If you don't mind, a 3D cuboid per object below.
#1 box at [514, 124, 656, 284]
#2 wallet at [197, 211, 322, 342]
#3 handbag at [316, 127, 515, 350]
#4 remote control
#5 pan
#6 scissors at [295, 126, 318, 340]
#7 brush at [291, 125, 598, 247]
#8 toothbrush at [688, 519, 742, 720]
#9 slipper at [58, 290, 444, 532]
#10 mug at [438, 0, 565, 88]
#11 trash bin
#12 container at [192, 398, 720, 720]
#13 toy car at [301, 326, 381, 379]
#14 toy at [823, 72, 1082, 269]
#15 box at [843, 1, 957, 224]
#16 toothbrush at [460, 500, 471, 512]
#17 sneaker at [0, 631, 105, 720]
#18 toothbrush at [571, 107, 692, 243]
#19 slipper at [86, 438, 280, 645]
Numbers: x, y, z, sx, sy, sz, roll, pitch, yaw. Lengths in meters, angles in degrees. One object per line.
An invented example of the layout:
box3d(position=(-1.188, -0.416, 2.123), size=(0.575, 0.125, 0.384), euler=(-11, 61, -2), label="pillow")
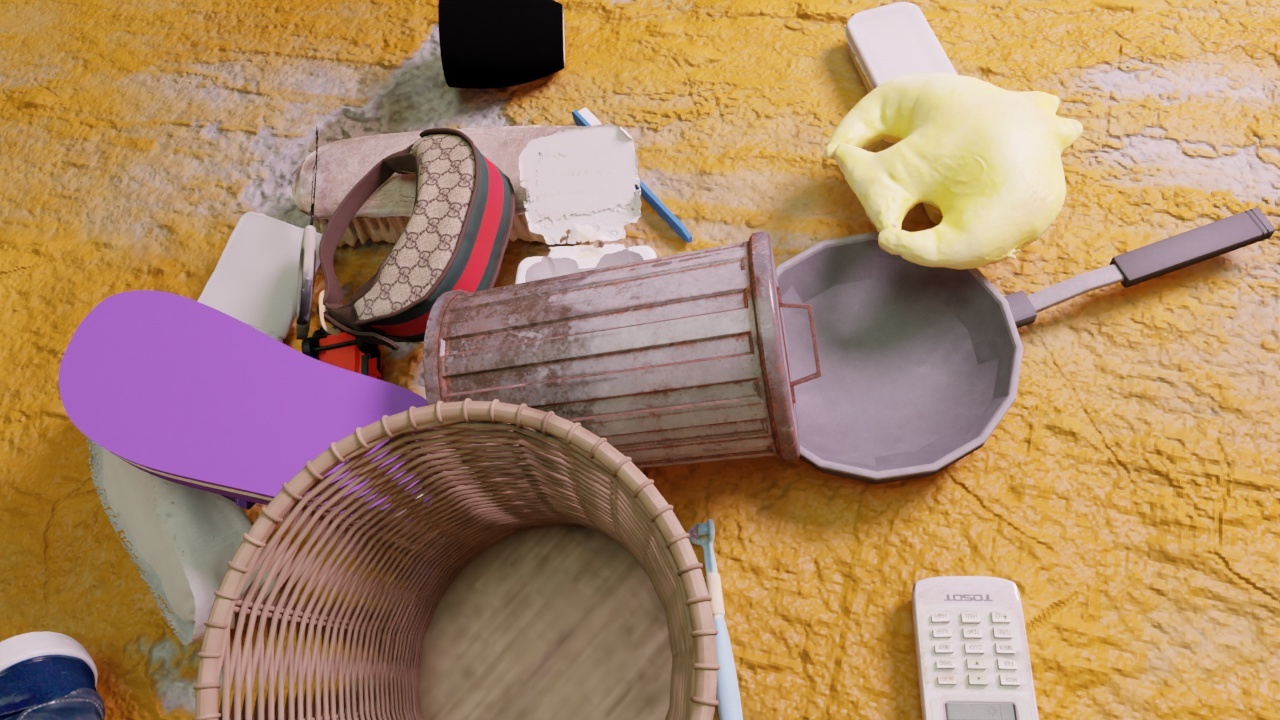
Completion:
box3d(position=(-0.036, -0.066, 0.661), size=(0.110, 0.083, 0.190), euler=(-5, 79, 7), label="box")
box3d(position=(-0.302, -0.056, 0.732), size=(0.086, 0.032, 0.116), euler=(22, 78, 17), label="wallet")
box3d(position=(-0.168, -0.085, 0.657), size=(0.138, 0.063, 0.166), euler=(4, 70, 27), label="handbag")
box3d(position=(0.187, 0.190, 0.511), size=(0.060, 0.025, 0.138), euler=(-3, 63, 10), label="remote control")
box3d(position=(0.238, -0.029, 0.604), size=(0.357, 0.041, 0.178), euler=(-19, 61, 1), label="pan")
box3d(position=(-0.253, -0.093, 0.698), size=(0.012, 0.132, 0.169), euler=(4, 44, -22), label="scissors")
box3d(position=(-0.147, -0.138, 0.729), size=(0.271, 0.057, 0.083), euler=(-1, 65, 11), label="brush")
box3d(position=(0.048, 0.171, 0.555), size=(0.022, 0.016, 0.154), euler=(-29, 55, 34), label="toothbrush")
box3d(position=(-0.236, 0.044, 0.582), size=(0.267, 0.084, 0.107), euler=(16, 65, 16), label="slipper")
box3d(position=(-0.116, -0.284, 0.795), size=(0.100, 0.085, 0.118), euler=(-1, 32, -3), label="mug")
box3d(position=(-0.003, 0.003, 0.539), size=(0.211, 0.131, 0.130), euler=(-8, 62, 11), label="trash bin")
box3d(position=(-0.064, 0.155, 0.469), size=(0.227, 0.196, 0.226), euler=(-3, 70, 9), label="container")
box3d(position=(-0.214, 0.018, 0.667), size=(0.051, 0.049, 0.100), euler=(-11, 61, 6), label="toy car")
box3d(position=(0.213, -0.133, 0.613), size=(0.155, 0.065, 0.170), euler=(-21, 56, 2), label="toy")
box3d(position=(0.216, -0.192, 0.701), size=(0.064, 0.033, 0.209), euler=(-16, 62, 1), label="box")
box3d(position=(-0.116, 0.076, 0.637), size=(0.016, 0.016, 0.166), euler=(-5, 63, 7), label="toothbrush")
box3d(position=(-0.439, 0.307, 0.535), size=(0.294, 0.121, 0.127), euler=(-42, 50, -14), label="sneaker")
box3d(position=(-0.006, -0.150, 0.731), size=(0.014, 0.016, 0.166), euler=(-34, 62, -11), label="toothbrush")
box3d(position=(-0.329, 0.086, 0.643), size=(0.247, 0.074, 0.112), euler=(44, 109, 29), label="slipper")
